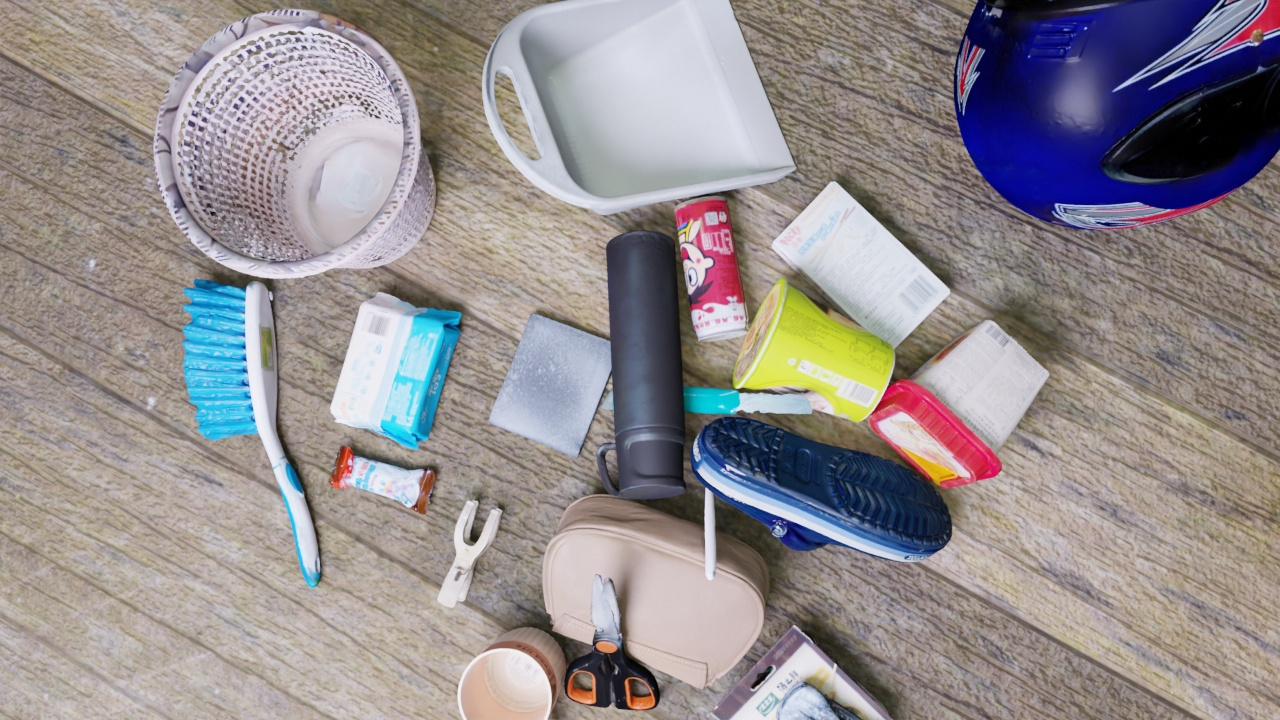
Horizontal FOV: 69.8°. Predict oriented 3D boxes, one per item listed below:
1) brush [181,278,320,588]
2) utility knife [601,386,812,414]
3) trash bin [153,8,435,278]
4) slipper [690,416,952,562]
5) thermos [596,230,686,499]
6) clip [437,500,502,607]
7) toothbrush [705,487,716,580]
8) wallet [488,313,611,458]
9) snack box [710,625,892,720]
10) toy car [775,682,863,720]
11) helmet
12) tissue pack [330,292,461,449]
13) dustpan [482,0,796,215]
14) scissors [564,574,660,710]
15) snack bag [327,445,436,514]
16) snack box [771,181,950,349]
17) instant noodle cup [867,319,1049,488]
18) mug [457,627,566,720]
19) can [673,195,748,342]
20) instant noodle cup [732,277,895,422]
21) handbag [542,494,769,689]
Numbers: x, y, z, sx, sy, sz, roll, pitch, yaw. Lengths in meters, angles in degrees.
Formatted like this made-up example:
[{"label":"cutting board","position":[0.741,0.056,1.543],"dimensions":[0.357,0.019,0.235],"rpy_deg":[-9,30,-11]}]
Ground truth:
[{"label":"brush","position":[-0.382,0.071,0.908],"dimensions":[0.109,0.060,0.314],"rpy_deg":[-4,88,0]},{"label":"utility knife","position":[0.057,0.039,0.852],"dimensions":[0.220,0.013,0.029],"rpy_deg":[1,73,33]},{"label":"trash bin","position":[-0.287,-0.174,0.845],"dimensions":[0.227,0.192,0.227],"rpy_deg":[0,86,4]},{"label":"slipper","position":[0.159,0.133,0.833],"dimensions":[0.252,0.104,0.095],"rpy_deg":[20,129,-8]},{"label":"thermos","position":[-0.005,0.005,0.850],"dimensions":[0.090,0.068,0.242],"rpy_deg":[-13,67,29]},{"label":"clip","position":[-0.166,0.188,0.889],"dimensions":[0.035,0.074,0.100],"rpy_deg":[17,83,4]},{"label":"toothbrush","position":[0.066,0.126,0.827],"dimensions":[0.016,0.179,0.016],"rpy_deg":[7,127,0]},{"label":"wallet","position":[-0.084,0.024,0.907],"dimensions":[0.097,0.019,0.121],"rpy_deg":[21,86,3]},{"label":"snack box","position":[0.147,0.324,0.850],"dimensions":[0.125,0.053,0.113],"rpy_deg":[44,90,6]},{"label":"toy car","position":[0.171,0.330,0.812],"dimensions":[0.105,0.031,0.049],"rpy_deg":[34,91,-1]},{"label":"helmet","position":[0.432,-0.239,0.776],"dimensions":[0.316,0.246,0.241],"rpy_deg":[-14,124,8]},{"label":"tissue pack","position":[-0.236,0.009,0.894],"dimensions":[0.090,0.063,0.140],"rpy_deg":[15,86,6]},{"label":"dustpan","position":[-0.007,-0.248,0.860],"dimensions":[0.258,0.142,0.222],"rpy_deg":[-21,85,3]},{"label":"scissors","position":[-0.013,0.251,0.805],"dimensions":[0.139,0.236,0.021],"rpy_deg":[19,45,-9]},{"label":"snack bag","position":[-0.255,0.117,0.906],"dimensions":[0.105,0.026,0.045],"rpy_deg":[15,84,3]},{"label":"snack box","position":[0.212,-0.089,0.889],"dimensions":[0.157,0.027,0.084],"rpy_deg":[45,90,6]},{"label":"instant noodle cup","position":[0.293,0.038,0.837],"dimensions":[0.116,0.116,0.124],"rpy_deg":[44,78,5]},{"label":"mug","position":[-0.108,0.309,0.842],"dimensions":[0.081,0.106,0.114],"rpy_deg":[-24,85,2]},{"label":"can","position":[0.069,-0.087,0.885],"dimensions":[0.053,0.053,0.132],"rpy_deg":[-10,85,3]},{"label":"instant noodle cup","position":[0.164,-0.002,0.852],"dimensions":[0.123,0.112,0.111],"rpy_deg":[23,87,-4]},{"label":"handbag","position":[0.012,0.208,0.845],"dimensions":[0.204,0.099,0.148],"rpy_deg":[20,114,5]}]
